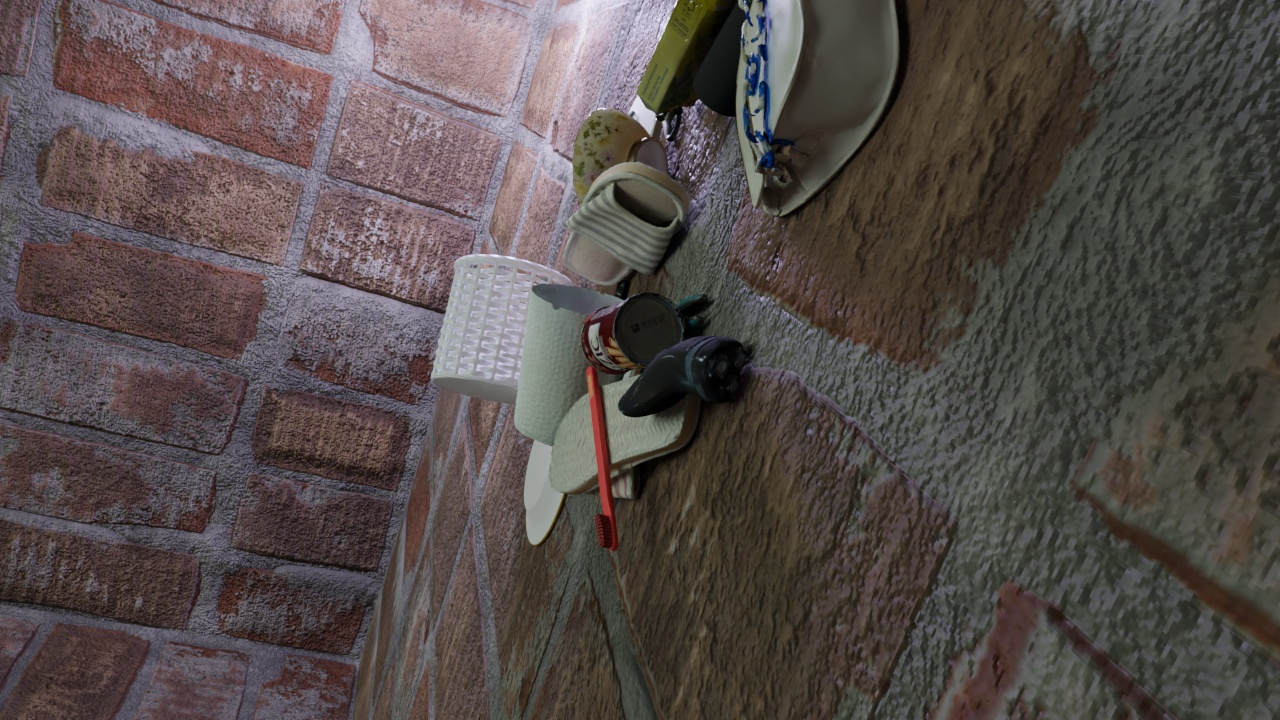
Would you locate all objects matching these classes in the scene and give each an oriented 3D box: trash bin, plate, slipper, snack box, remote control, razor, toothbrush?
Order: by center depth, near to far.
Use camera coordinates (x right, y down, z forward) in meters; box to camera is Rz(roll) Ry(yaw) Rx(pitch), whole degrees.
[{"bbox_3d":[0.032,0.022,0.776,0.141,0.052,0.063,-35,80,49],"label":"razor"},{"bbox_3d":[-0.042,0.087,0.882,0.012,0.018,0.212,-49,37,37],"label":"toothbrush"},{"bbox_3d":[0.073,-0.323,0.886,0.121,0.045,0.181,-34,-15,-39],"label":"snack box"},{"bbox_3d":[-0.010,-0.024,0.891,0.121,0.072,0.072,170,114,-72],"label":"snack box"},{"bbox_3d":[-0.014,0.078,0.913,0.264,0.052,0.115,-29,51,53],"label":"slipper"},{"bbox_3d":[-0.028,-0.141,1.048,0.054,0.114,0.273,-62,12,-22],"label":"slipper"},{"bbox_3d":[-0.078,0.008,1.054,0.133,0.133,0.161,-122,44,-68],"label":"trash bin"},{"bbox_3d":[-0.041,-0.033,1.159,0.030,0.009,0.140,-142,68,-72],"label":"remote control"},{"bbox_3d":[-0.130,0.141,1.274,0.230,0.021,0.230,-166,91,-73],"label":"plate"},{"bbox_3d":[-0.022,-0.296,1.314,0.209,0.015,0.208,-166,91,-73],"label":"plate"}]

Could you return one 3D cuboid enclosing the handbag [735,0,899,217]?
[{"bbox_3d":[0.109,-0.218,0.715,0.200,0.093,0.200,117,159,-53],"label":"handbag"}]

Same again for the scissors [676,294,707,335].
[{"bbox_3d":[0.036,-0.043,0.911,0.136,0.019,0.139,-102,30,-60],"label":"scissors"}]

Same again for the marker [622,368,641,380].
[{"bbox_3d":[-0.006,0.006,1.002,0.017,0.017,0.146,-120,47,-67],"label":"marker"}]

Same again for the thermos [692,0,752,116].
[{"bbox_3d":[0.121,-0.316,0.795,0.232,0.061,0.061,127,153,-50],"label":"thermos"}]

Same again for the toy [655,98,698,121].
[{"bbox_3d":[0.042,-0.306,1.044,0.076,0.062,0.099,-1,54,36],"label":"toy"}]

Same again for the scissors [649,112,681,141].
[{"bbox_3d":[0.027,-0.308,1.169,0.157,0.012,0.171,-124,50,-65],"label":"scissors"}]

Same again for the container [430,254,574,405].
[{"bbox_3d":[-0.207,-0.041,1.392,0.190,0.189,0.186,156,126,-69],"label":"container"}]

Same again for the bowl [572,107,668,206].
[{"bbox_3d":[-0.012,-0.227,1.087,0.063,0.145,0.145,7,80,34],"label":"bowl"}]
